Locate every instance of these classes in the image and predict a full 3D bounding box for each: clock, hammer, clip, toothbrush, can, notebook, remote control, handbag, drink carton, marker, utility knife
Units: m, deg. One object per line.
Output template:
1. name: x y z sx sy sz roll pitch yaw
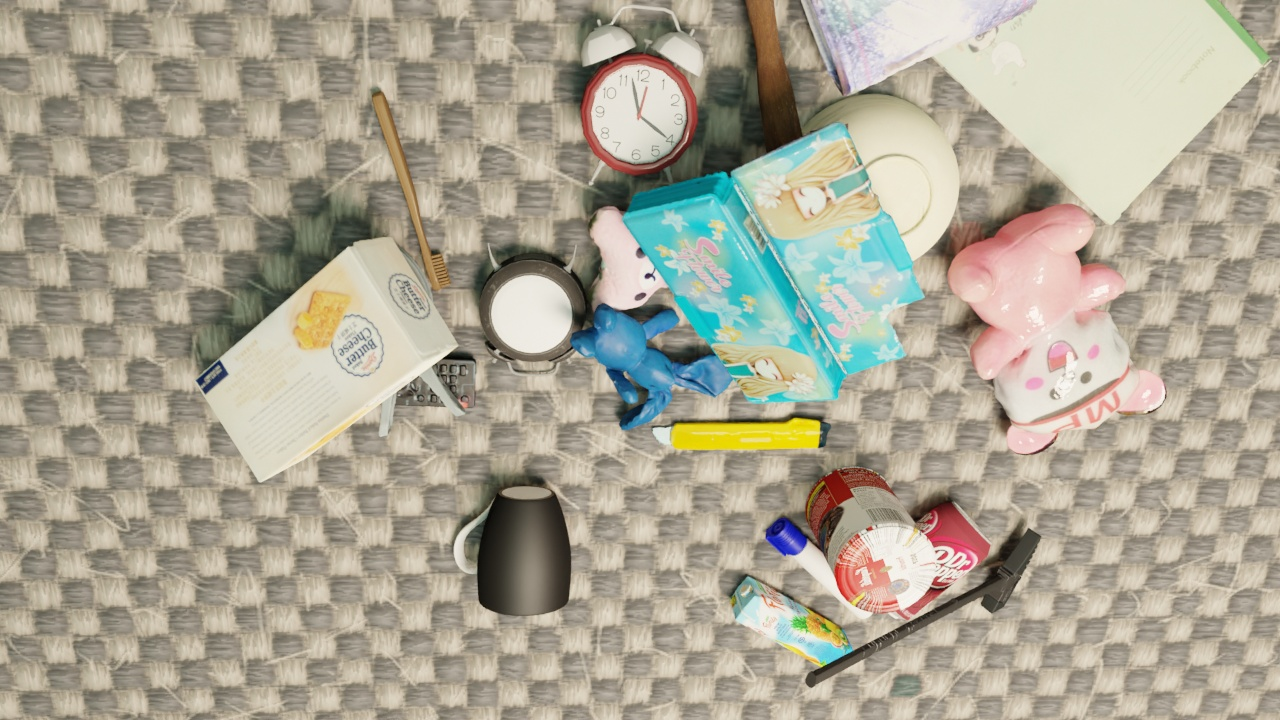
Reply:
1. clock: -0.001 -0.207 0.726 0.096 0.048 0.138 4 110 -5
2. hammer: 0.092 -0.268 0.694 0.033 0.115 0.323 -16 101 -22
3. clip: -0.220 -0.016 0.773 0.107 0.028 0.163 -18 97 -3
4. toothbrush: -0.189 -0.137 0.756 0.016 0.016 0.167 -14 110 2
5. can: 0.204 0.159 0.827 0.086 0.116 0.087 -1 109 -3
6. notebook: 0.368 -0.258 0.750 0.252 0.010 0.182 37 103 -14
7. hammer: 0.251 0.219 0.795 0.324 0.015 0.095 -8 126 -41
8. remote control: -0.220 0.015 0.805 0.150 0.022 0.047 3 108 -6
9. handbag: 0.203 -0.291 0.695 0.159 0.069 0.126 -23 103 7
10. drink carton: 0.146 0.259 0.897 0.129 0.044 0.039 31 104 -14
11. can: 0.270 0.190 0.870 0.114 0.063 0.063 -43 106 11
12. marker: 0.176 0.203 0.891 0.133 0.023 0.027 43 123 -16
13. utility knife: 0.093 0.068 0.843 0.163 0.017 0.030 -1 104 -4
14. clock: -0.091 -0.039 0.781 0.091 0.043 0.123 1 109 -4

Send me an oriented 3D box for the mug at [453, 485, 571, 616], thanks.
1. mug: -0.120 0.167 0.839 0.119 0.084 0.100 5 97 26

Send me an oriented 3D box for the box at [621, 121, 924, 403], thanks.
1. box: 0.115 -0.058 0.718 0.186 0.056 0.227 -14 130 32

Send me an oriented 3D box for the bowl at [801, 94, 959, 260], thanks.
1. bowl: 0.194 -0.137 0.747 0.150 0.075 0.151 -1 108 -3

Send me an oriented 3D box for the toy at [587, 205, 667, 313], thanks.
1. toy: 0.002 -0.084 0.768 0.095 0.052 0.099 -6 123 -15

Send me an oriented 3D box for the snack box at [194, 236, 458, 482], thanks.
1. snack box: -0.254 0.002 0.737 0.208 0.057 0.104 -33 90 25

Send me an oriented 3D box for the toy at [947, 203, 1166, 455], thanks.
1. toy: 0.353 -0.021 0.793 0.142 0.084 0.213 -30 106 9

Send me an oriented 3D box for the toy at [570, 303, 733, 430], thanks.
1. toy: -0.005 0.005 0.779 0.113 0.071 0.176 -49 136 6
